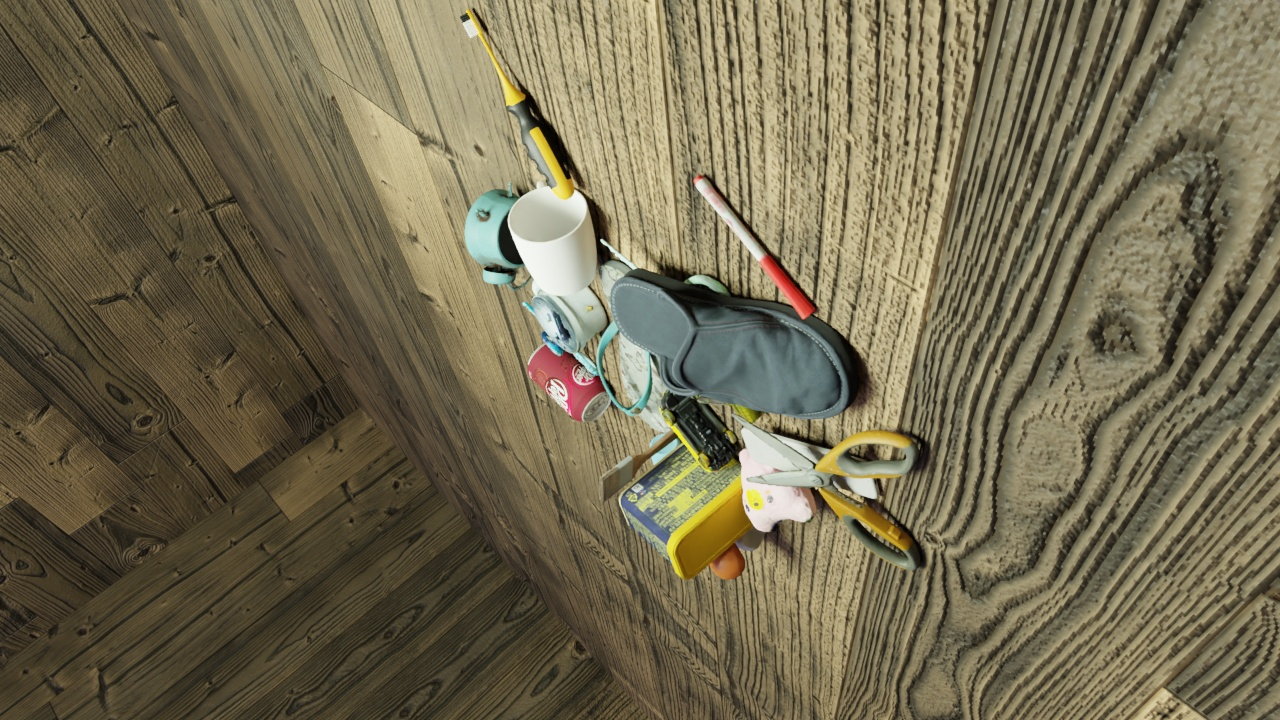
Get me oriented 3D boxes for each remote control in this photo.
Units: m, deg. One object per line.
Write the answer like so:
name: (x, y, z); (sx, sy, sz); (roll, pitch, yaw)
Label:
remote control: (0.158, 0.094, 0.865); (0.147, 0.008, 0.045); (14, 137, 44)

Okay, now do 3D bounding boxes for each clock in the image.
clock: (-0.092, -0.060, 1.084); (0.118, 0.057, 0.083); (34, 153, 38)
clock: (-0.147, -0.133, 1.037); (0.053, 0.089, 0.124); (20, 143, 38)

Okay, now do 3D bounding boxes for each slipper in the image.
slipper: (0.057, -0.002, 0.796); (0.266, 0.083, 0.109); (22, 134, 36)
slipper: (-0.006, 0.006, 1.026); (0.098, 0.054, 0.269); (34, 152, 32)

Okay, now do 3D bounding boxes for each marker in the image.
marker: (0.089, -0.091, 0.729); (0.142, 0.012, 0.013); (51, 159, 2)

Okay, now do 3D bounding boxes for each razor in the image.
razor: (0.085, 0.041, 0.941); (0.042, 0.026, 0.106); (54, 163, -13)

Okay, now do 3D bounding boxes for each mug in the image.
mug: (-0.089, -0.133, 0.952); (0.088, 0.081, 0.114); (75, 179, -53)

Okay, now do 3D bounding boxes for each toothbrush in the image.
toothbrush: (-0.116, -0.243, 0.880); (0.197, 0.031, 0.031); (61, 173, -13)

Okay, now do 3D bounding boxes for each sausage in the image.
sausage: (0.079, 0.187, 1.079); (0.164, 0.044, 0.039); (-113, 37, -47)

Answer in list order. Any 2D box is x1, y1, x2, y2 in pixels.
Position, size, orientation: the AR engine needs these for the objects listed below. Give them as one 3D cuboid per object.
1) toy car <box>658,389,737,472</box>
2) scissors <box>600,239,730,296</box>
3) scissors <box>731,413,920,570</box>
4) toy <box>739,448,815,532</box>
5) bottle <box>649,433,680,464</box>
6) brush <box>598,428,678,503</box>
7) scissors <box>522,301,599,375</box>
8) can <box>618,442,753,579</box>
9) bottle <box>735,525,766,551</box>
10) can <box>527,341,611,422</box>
toy car: (0.062, 0.072, 1.000); (0.107, 0.049, 0.030); (53, 162, 1)
scissors: (0.029, -0.062, 0.876); (0.171, 0.024, 0.166); (41, 160, -3)
scissors: (0.182, 0.115, 0.822); (0.230, 0.016, 0.226); (46, 150, -15)
toy: (0.135, 0.131, 0.942); (0.093, 0.050, 0.103); (63, 149, 3)
bottle: (0.043, 0.147, 1.168); (0.040, 0.040, 0.130); (33, 152, 39)
brush: (0.008, 0.106, 1.030); (0.008, 0.142, 0.045); (39, 147, 27)
scissors: (-0.103, -0.026, 1.159); (0.134, 0.011, 0.140); (47, -171, -1)
can: (0.059, 0.159, 1.028); (0.104, 0.135, 0.075); (35, 154, 43)
bottle: (0.101, 0.201, 1.131); (0.044, 0.044, 0.136); (58, 158, -16)
can: (-0.095, 0.028, 1.222); (0.114, 0.063, 0.063); (41, 157, 26)
